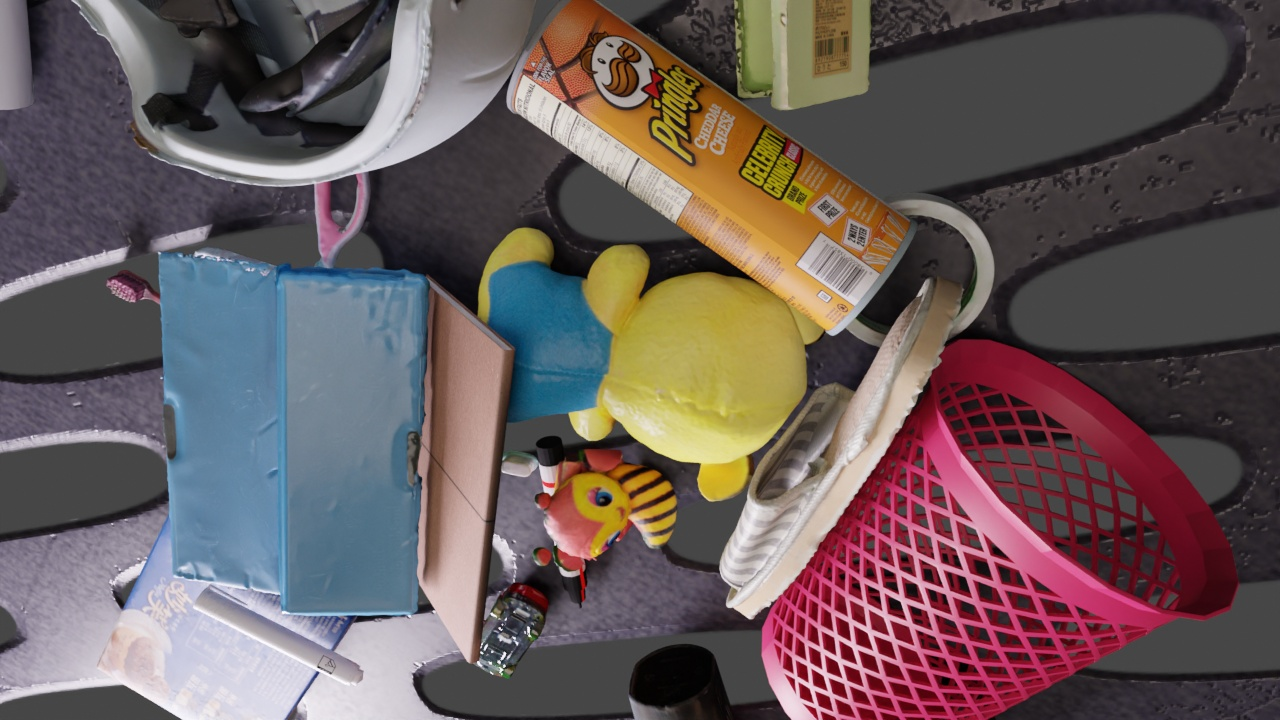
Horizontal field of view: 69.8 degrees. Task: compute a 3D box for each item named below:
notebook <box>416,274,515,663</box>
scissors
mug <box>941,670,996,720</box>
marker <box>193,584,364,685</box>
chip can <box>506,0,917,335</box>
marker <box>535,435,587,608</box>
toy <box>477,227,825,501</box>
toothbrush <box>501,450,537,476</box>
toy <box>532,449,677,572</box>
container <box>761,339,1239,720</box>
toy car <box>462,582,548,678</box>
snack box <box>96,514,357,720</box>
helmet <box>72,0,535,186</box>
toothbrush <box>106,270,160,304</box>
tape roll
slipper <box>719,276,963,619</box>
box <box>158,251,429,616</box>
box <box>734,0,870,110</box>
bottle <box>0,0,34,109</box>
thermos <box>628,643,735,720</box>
[{"bbox_3d":[-0.124,0.065,0.589,0.008,0.141,0.209,-4,114,-33],"label":"notebook"},{"bbox_3d":[-0.223,-0.069,0.607,0.172,0.013,0.171,12,115,12],"label":"scissors"},{"bbox_3d":[0.213,0.278,0.659,0.088,0.078,0.113,-23,135,21],"label":"mug"},{"bbox_3d":[-0.263,0.203,0.674,0.133,0.017,0.020,28,80,-4],"label":"marker"},{"bbox_3d":[0.037,-0.105,0.494,0.215,0.075,0.075,35,117,0],"label":"chip can"},{"bbox_3d":[-0.055,0.122,0.666,0.019,0.019,0.146,-2,115,13],"label":"marker"},{"bbox_3d":[-0.003,0.003,0.563,0.214,0.083,0.149,14,121,6],"label":"toy"},{"bbox_3d":[-0.162,0.059,0.662,0.181,0.016,0.016,11,112,8],"label":"toothbrush"},{"bbox_3d":[-0.026,0.102,0.626,0.103,0.046,0.084,-3,89,-21],"label":"toy"},{"bbox_3d":[0.182,0.131,0.543,0.183,0.182,0.226,29,125,-3],"label":"container"},{"bbox_3d":[-0.103,0.208,0.708,0.042,0.036,0.091,29,117,-3],"label":"toy car"},{"bbox_3d":[-0.321,0.206,0.736,0.155,0.069,0.203,34,116,-6],"label":"snack box"},{"bbox_3d":[-0.154,-0.224,0.441,0.237,0.163,0.264,-19,100,28],"label":"helmet"},{"bbox_3d":[-0.291,-0.012,0.654,0.190,0.016,0.016,29,117,-3],"label":"toothbrush"},{"bbox_3d":[0.156,-0.051,0.538,0.094,0.018,0.094,5,116,11],"label":"tape roll"},{"bbox_3d":[0.104,0.056,0.531,0.054,0.114,0.273,33,134,11],"label":"slipper"},{"bbox_3d":[-0.223,0.052,0.583,0.177,0.047,0.232,4,106,-2],"label":"box"},{"bbox_3d":[0.082,-0.225,0.454,0.077,0.090,0.188,-9,112,-6],"label":"box"},{"bbox_3d":[-0.397,-0.252,0.541,0.052,0.052,0.196,16,117,4],"label":"bottle"},{"bbox_3d":[0.051,0.330,0.704,0.098,0.098,0.221,-10,108,16],"label":"thermos"}]
